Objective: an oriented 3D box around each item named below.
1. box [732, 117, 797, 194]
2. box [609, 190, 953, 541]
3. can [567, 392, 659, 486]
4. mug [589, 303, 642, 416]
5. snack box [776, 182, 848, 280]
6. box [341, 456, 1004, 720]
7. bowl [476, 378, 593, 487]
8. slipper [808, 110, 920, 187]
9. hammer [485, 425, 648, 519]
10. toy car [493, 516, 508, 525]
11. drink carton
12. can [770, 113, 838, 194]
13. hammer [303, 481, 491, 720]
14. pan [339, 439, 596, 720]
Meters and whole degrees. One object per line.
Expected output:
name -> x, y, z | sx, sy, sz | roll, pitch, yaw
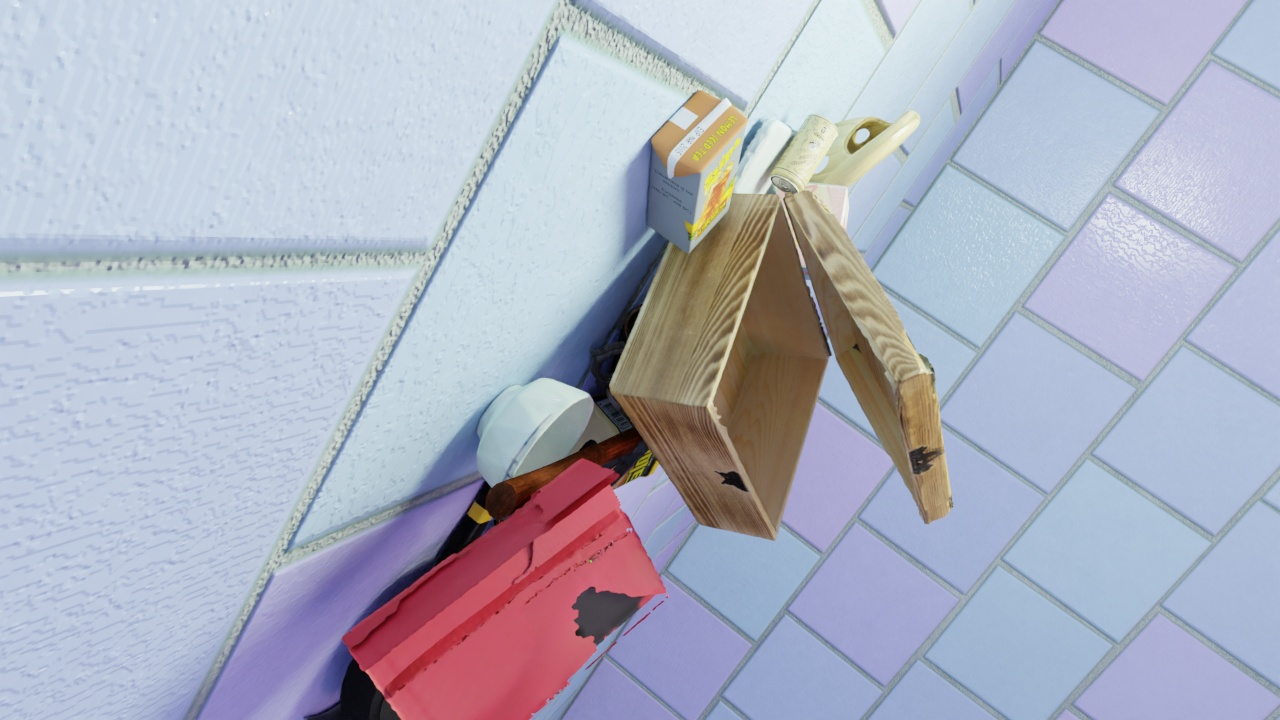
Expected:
box -> 0.119, -0.171, 1.009 | 0.190, 0.037, 0.208 | -55, 168, 15
box -> 0.169, 0.003, 0.871 | 0.279, 0.264, 0.268 | 57, 45, -50
can -> -0.025, 0.089, 1.049 | 0.100, 0.072, 0.131 | -21, 148, -40
mug -> -0.006, 0.006, 0.959 | 0.115, 0.080, 0.107 | -17, 149, -23
snack box -> 0.192, -0.145, 1.044 | 0.093, 0.079, 0.094 | 19, 81, -75
box -> -0.046, 0.163, 0.555 | 0.214, 0.138, 0.469 | -35, -174, -24
bowl -> -0.099, 0.060, 0.783 | 0.117, 0.061, 0.117 | -50, 167, -17
slipper -> 0.225, -0.236, 1.122 | 0.111, 0.079, 0.262 | -42, -179, -31
hammer -> -0.047, 0.090, 0.822 | 0.111, 0.028, 0.300 | -53, 166, 20
toy car -> -0.132, 0.201, 1.024 | 0.047, 0.047, 0.112 | -12, 162, -2
drink carton -> 0.044, -0.153, 0.759 | 0.076, 0.048, 0.125 | -49, 166, -20
can -> 0.172, -0.216, 0.966 | 0.079, 0.038, 0.038 | -57, 167, -7
hammer -> -0.218, 0.244, 0.918 | 0.325, 0.034, 0.169 | -58, 165, 11
pan -> -0.149, 0.224, 0.918 | 0.355, 0.044, 0.204 | -49, 154, -14
